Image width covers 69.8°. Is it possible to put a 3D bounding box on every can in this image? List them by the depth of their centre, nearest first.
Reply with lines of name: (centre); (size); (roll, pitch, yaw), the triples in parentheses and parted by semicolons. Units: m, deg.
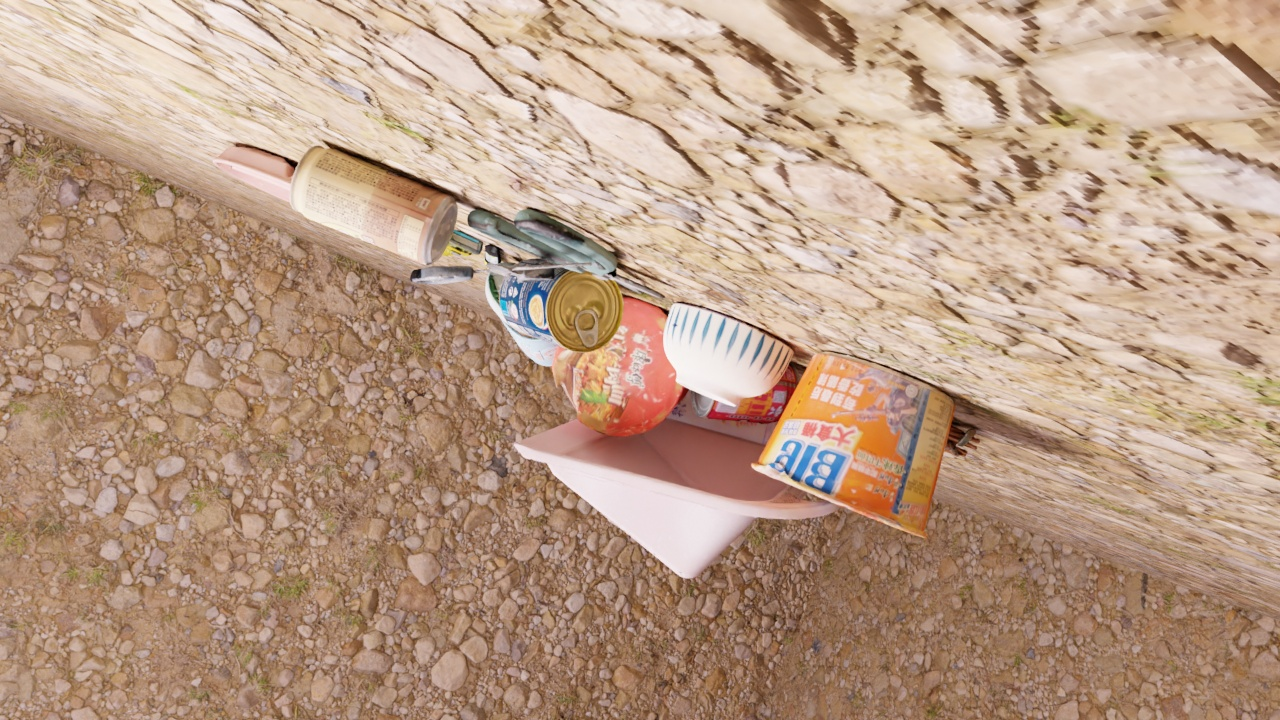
can: (-0.206, -0.121, 0.713); (0.116, 0.058, 0.058); (22, 177, 1)
can: (-0.075, -0.053, 0.835); (0.075, 0.075, 0.111); (24, 177, -33)
can: (0.104, 0.028, 0.912); (0.093, 0.066, 0.066); (5, -178, -17)

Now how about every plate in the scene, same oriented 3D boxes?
plate: (-0.342, -0.176, 0.996); (0.229, 0.028, 0.229); (21, 177, 1)

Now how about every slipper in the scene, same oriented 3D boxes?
slipper: (-0.107, -0.042, 1.028); (0.104, 0.074, 0.245); (48, -171, 20)

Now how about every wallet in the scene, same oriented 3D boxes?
wallet: (0.246, 0.057, 0.880); (0.130, 0.035, 0.119); (21, 177, -17)

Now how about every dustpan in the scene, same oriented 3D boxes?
dustpan: (0.053, 0.093, 0.902); (0.273, 0.139, 0.222); (40, -159, 11)

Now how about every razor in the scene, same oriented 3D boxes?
razor: (-0.208, -0.126, 0.978); (0.043, 0.028, 0.133); (19, 180, -29)

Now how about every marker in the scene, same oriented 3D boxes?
marker: (-0.159, -0.111, 0.992); (0.018, 0.015, 0.124); (21, 174, -6)

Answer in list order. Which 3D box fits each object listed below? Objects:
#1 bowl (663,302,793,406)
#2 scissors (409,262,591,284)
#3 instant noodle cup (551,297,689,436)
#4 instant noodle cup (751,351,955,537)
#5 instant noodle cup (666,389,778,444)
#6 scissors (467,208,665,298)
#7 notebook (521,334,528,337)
bowl: (0.071, 0.000, 0.818); (0.116, 0.066, 0.116); (22, 177, 1)
scissors: (-0.100, -0.067, 0.697); (0.181, 0.014, 0.159); (1, -176, 31)
instant noodle cup: (-0.006, 0.006, 0.952); (0.138, 0.138, 0.108); (21, -174, 15)
instant noodle cup: (0.180, 0.065, 0.751); (0.151, 0.111, 0.151); (22, 177, 1)
instant noodle cup: (0.085, 0.044, 1.025); (0.173, 0.138, 0.060); (21, -160, 24)
scissors: (-0.057, -0.084, 0.697); (0.170, 0.019, 0.181); (23, 176, -1)
notebook: (-0.043, 0.014, 1.167); (0.211, 0.012, 0.149); (19, -174, -39)
